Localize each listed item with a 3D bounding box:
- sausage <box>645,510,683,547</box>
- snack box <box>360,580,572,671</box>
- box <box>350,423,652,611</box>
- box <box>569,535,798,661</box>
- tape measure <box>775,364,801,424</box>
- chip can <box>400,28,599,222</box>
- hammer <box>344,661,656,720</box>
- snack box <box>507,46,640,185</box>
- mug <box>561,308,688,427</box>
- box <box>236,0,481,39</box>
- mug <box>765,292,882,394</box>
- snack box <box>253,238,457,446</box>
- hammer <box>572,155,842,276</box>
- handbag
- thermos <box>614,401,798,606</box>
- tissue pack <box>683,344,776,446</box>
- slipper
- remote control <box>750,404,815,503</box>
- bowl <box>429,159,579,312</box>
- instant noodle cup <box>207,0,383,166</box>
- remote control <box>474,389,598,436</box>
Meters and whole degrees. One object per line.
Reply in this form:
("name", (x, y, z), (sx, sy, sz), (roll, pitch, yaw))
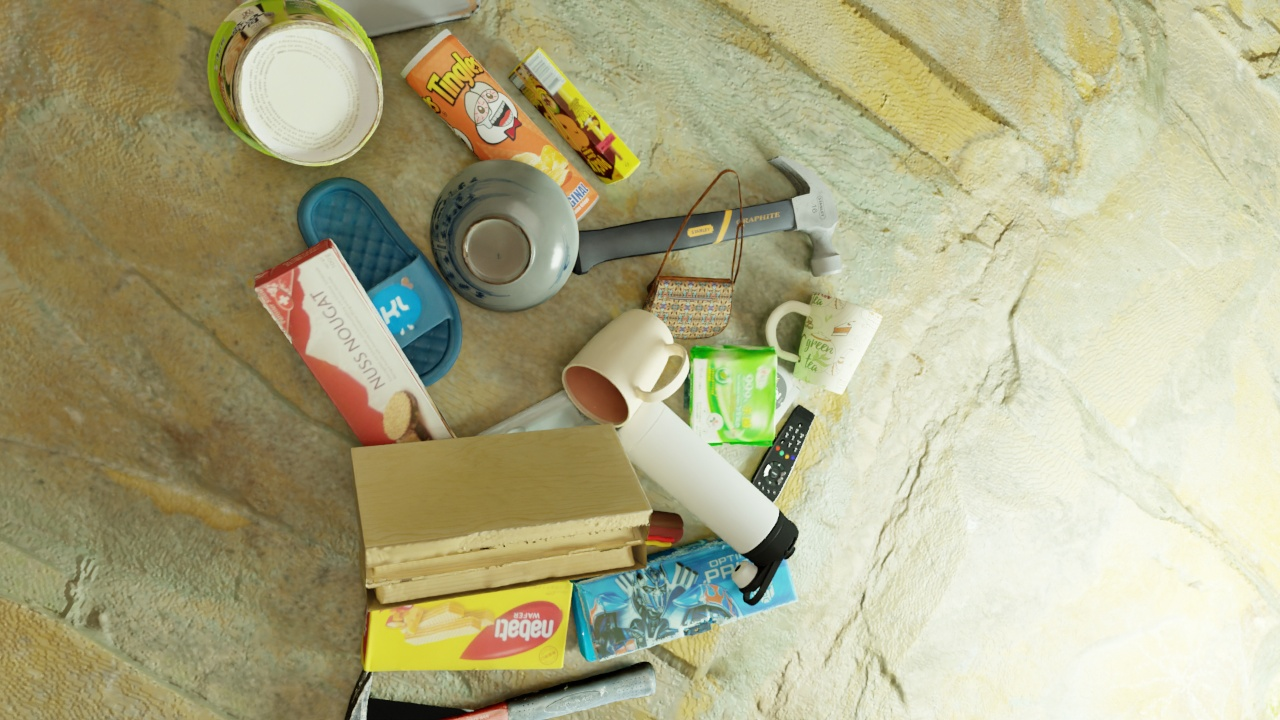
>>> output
("sausage", (-0.026, 0.173, 0.968), (0.155, 0.040, 0.040), (11, 90, -21))
("snack box", (-0.172, 0.258, 0.917), (0.200, 0.042, 0.092), (7, 92, -21))
("box", (-0.127, 0.151, 0.834), (0.248, 0.141, 0.149), (-5, 117, -19))
("box", (0.050, 0.249, 0.987), (0.243, 0.066, 0.091), (-11, 97, -19))
("tape measure", (0.143, 0.035, 1.034), (0.065, 0.017, 0.064), (41, 79, -18))
("chip can", (-0.133, -0.216, 0.890), (0.210, 0.062, 0.062), (46, 78, -17))
("hammer", (-0.139, 0.353, 0.941), (0.325, 0.036, 0.140), (-6, 97, -21))
("snack box", (-0.066, -0.240, 0.914), (0.149, 0.061, 0.025), (46, 78, -17))
("mug", (-0.005, 0.005, 0.922), (0.104, 0.112, 0.085), (-53, 141, -34))
("box", (-0.268, -0.370, 0.843), (0.216, 0.063, 0.157), (-19, 89, -18))
("mug", (0.197, -0.023, 1.024), (0.122, 0.081, 0.097), (19, 94, -15))
("snack box", (-0.241, 0.026, 0.835), (0.076, 0.044, 0.273), (-30, 118, -8))
("hammer", (0.072, -0.135, 0.989), (0.312, 0.035, 0.139), (-13, 96, -19))
("handbag", (0.061, -0.109, 0.935), (0.093, 0.043, 0.196), (1, 129, -16))
("thermos", (0.062, 0.145, 0.962), (0.230, 0.069, 0.101), (42, 79, -6))
("tissue pack", (0.098, 0.037, 0.995), (0.099, 0.034, 0.114), (-1, 103, -6))
("slipper", (-0.240, -0.074, 0.862), (0.103, 0.059, 0.214), (-32, 102, -18))
("remote control", (0.161, 0.110, 1.049), (0.039, 0.010, 0.124), (32, 82, -20))
("bowl", (-0.133, -0.110, 0.869), (0.151, 0.056, 0.151), (0, 112, 0))
("instant noodle cup", (-0.290, -0.236, 0.788), (0.146, 0.098, 0.146), (-12, 119, -22))
("remote control", (-0.105, 0.072, 0.940), (0.133, 0.022, 0.050), (-28, 103, -17))
